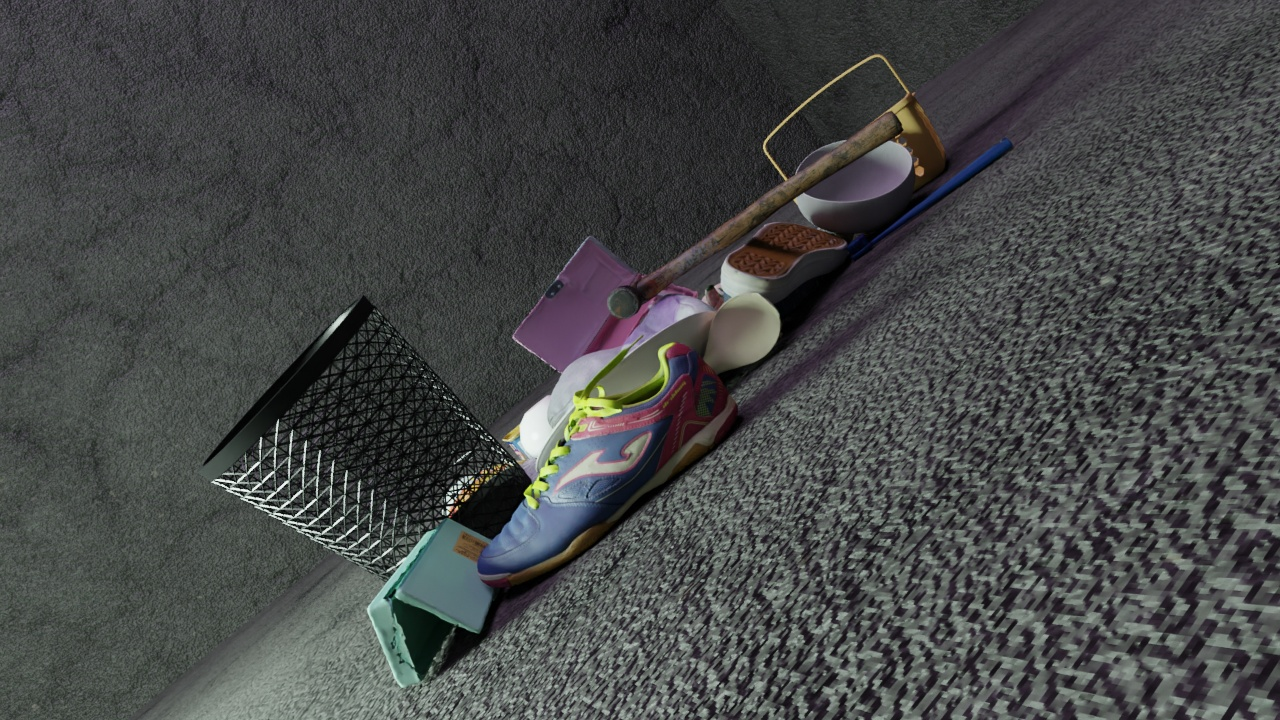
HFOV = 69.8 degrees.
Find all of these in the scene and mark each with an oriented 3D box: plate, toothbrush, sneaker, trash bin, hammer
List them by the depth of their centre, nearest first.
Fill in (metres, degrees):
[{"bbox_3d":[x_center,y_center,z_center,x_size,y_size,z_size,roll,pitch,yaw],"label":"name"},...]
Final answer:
[{"bbox_3d":[-0.043,0.077,0.710,0.242,0.091,0.116,-38,8,3],"label":"sneaker"},{"bbox_3d":[-0.001,0.044,0.877,0.229,0.030,0.230,-38,-16,-13],"label":"plate"},{"bbox_3d":[-0.249,0.098,0.888,0.217,0.243,0.216,-41,18,16],"label":"trash bin"},{"bbox_3d":[0.114,-0.146,0.928,0.331,0.033,0.119,-32,4,21],"label":"hammer"},{"bbox_3d":[0.293,-0.166,0.941,0.190,0.017,0.016,-36,6,18],"label":"toothbrush"},{"bbox_3d":[0.143,-0.086,0.956,0.234,0.087,0.079,-31,-41,-53],"label":"sneaker"}]

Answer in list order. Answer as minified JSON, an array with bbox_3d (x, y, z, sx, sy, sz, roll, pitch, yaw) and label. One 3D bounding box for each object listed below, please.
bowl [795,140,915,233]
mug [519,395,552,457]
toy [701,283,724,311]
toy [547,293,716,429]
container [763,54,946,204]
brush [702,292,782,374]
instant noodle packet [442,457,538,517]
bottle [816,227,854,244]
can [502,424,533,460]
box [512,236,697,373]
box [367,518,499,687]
[{"bbox_3d":[0.245,-0.191,1.046,0.132,0.064,0.131,-11,41,9],"label":"bowl"},{"bbox_3d":[-0.091,0.074,1.126,0.124,0.076,0.090,-37,5,7],"label":"mug"},{"bbox_3d":[0.099,-0.069,1.219,0.087,0.050,0.113,-48,-21,-44],"label":"toy"},{"bbox_3d":[-0.006,0.006,0.981,0.209,0.085,0.137,-38,-15,11],"label":"toy"},{"bbox_3d":[0.267,-0.265,1.146,0.184,0.167,0.129,-36,6,28],"label":"container"},{"bbox_3d":[0.029,0.038,0.802,0.271,0.062,0.077,-45,-20,-16],"label":"brush"},{"bbox_3d":[-0.159,0.152,1.042,0.146,0.057,0.270,-49,11,-25],"label":"instant noodle packet"},{"bbox_3d":[0.201,-0.126,1.077,0.109,0.042,0.043,-38,5,-15],"label":"bottle"},{"bbox_3d":[-0.147,0.114,1.251,0.054,0.059,0.100,-39,5,-14],"label":"can"},{"bbox_3d":[-0.040,-0.045,1.158,0.232,0.180,0.055,-57,-6,-44],"label":"box"},{"bbox_3d":[-0.145,0.174,0.727,0.079,0.077,0.188,-21,4,2],"label":"box"}]
